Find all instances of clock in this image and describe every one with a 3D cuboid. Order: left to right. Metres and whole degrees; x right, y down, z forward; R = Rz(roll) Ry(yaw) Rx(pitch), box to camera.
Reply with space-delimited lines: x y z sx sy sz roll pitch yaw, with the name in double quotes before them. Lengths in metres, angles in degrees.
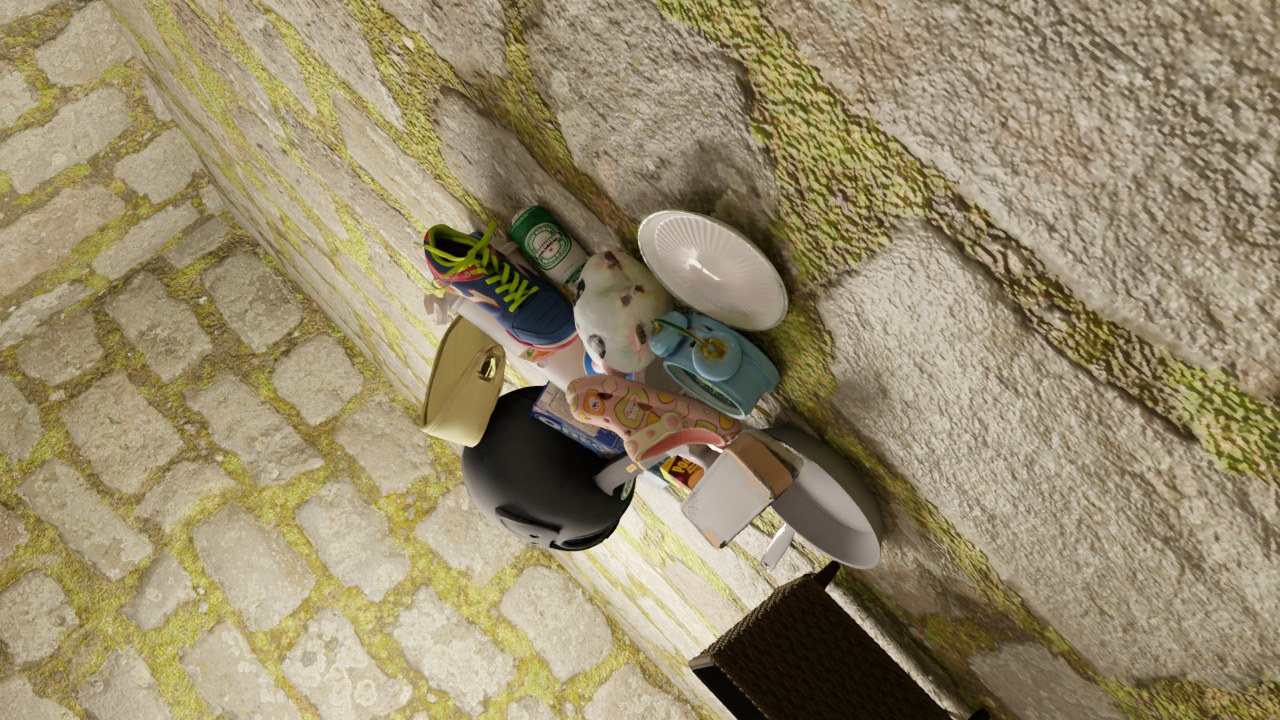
"clock" 0.071 -0.002 0.917 0.118 0.060 0.162 24 165 46

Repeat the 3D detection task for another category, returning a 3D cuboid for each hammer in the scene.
"hammer" 0.004 0.133 1.212 0.139 0.035 0.313 42 153 -2

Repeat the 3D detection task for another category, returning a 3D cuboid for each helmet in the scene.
"helmet" -0.122 0.176 1.456 0.316 0.248 0.237 35 145 -25

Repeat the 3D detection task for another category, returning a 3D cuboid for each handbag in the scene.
"handbag" -0.247 0.008 1.382 0.088 0.191 0.232 28 -151 -25

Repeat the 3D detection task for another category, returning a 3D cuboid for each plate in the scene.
"plate" 0.067 -0.083 0.841 0.157 0.014 0.157 29 156 14

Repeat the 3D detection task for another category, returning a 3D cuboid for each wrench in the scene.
"wrench" -0.263 -0.100 1.334 0.273 0.009 0.047 -72 -40 -72

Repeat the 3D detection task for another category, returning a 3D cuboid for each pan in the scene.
"pan" 0.186 0.184 1.081 0.201 0.050 0.357 42 160 18

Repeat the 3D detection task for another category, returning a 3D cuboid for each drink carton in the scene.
"drink carton" -0.097 -0.036 1.161 0.069 0.122 0.039 18 145 55

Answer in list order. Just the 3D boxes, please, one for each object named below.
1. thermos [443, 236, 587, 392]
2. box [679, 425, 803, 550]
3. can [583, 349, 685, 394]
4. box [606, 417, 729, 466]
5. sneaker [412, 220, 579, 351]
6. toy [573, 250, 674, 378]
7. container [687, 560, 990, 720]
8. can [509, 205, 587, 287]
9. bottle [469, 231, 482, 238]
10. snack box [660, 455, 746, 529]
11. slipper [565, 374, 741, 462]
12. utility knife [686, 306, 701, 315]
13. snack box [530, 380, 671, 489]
"thermos" -0.150 -0.054 1.258 0.222 0.131 0.132 43 161 -7
"box" 0.104 0.145 1.014 0.081 0.062 0.217 44 152 10
"can" -0.007 0.007 1.114 0.146 0.078 0.079 13 140 59
"box" 0.032 0.082 1.190 0.233 0.037 0.098 23 154 31
"sneaker" -0.173 -0.091 1.095 0.242 0.116 0.091 29 150 27
"toy" -0.028 -0.042 1.013 0.138 0.101 0.180 70 155 17
"container" 0.254 0.426 1.159 0.321 0.204 0.177 45 161 10
"can" -0.110 -0.138 1.099 0.101 0.053 0.053 46 161 7
"bottle" -0.219 -0.127 1.360 0.131 0.048 0.048 50 161 -4
"snack box" 0.098 0.163 1.214 0.149 0.061 0.026 31 155 41
"slipper" 0.010 0.075 1.006 0.197 0.081 0.093 13 162 3
"utility knife" 0.061 -0.045 0.966 0.029 0.020 0.213 41 161 24
"snack box" -0.047 0.105 1.326 0.226 0.059 0.059 31 161 -4
